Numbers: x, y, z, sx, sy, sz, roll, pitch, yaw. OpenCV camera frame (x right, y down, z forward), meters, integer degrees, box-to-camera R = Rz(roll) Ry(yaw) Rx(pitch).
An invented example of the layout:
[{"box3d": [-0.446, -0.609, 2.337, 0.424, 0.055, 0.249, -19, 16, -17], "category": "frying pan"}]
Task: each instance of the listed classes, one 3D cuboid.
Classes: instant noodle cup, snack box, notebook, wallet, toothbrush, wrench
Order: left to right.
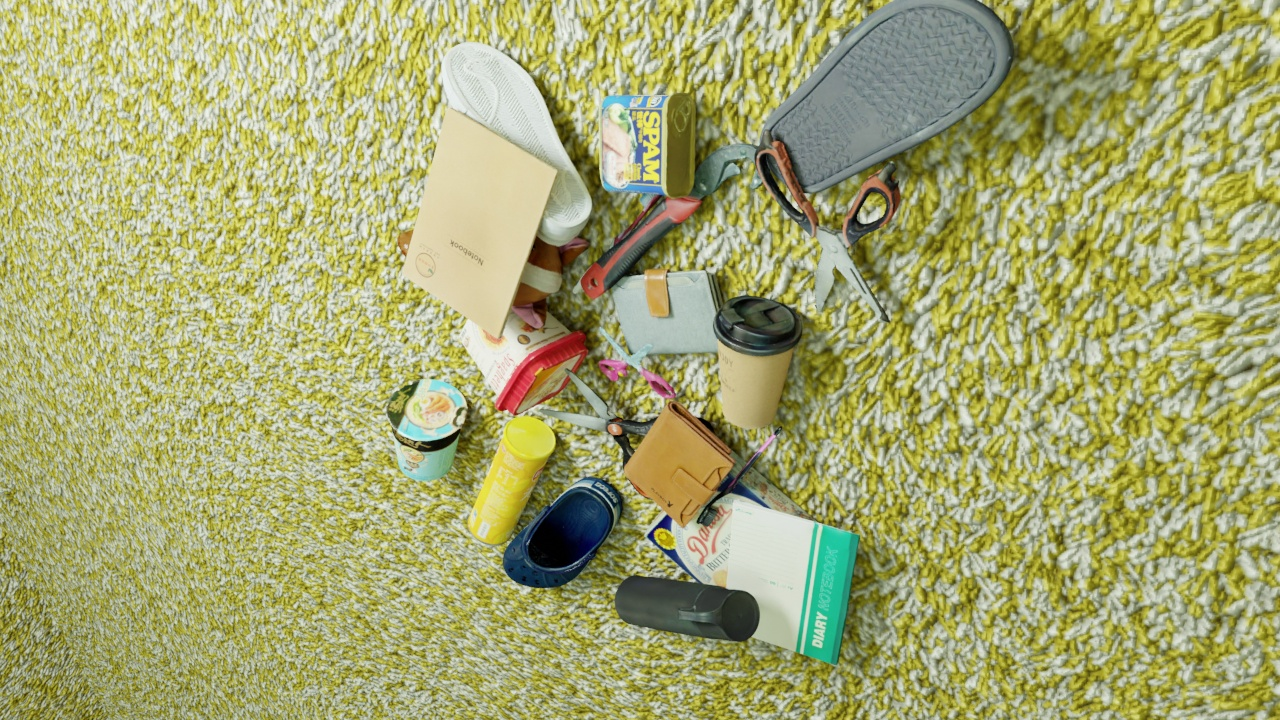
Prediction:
[{"box3d": [-0.302, 0.107, 1.296, 0.111, 0.111, 0.121, 28, 136, 14], "category": "instant noodle cup"}, {"box3d": [-0.178, -0.145, 0.989, 0.148, 0.008, 0.208, 33, 120, 16], "category": "notebook"}, {"box3d": [-0.149, -0.016, 1.126, 0.124, 0.116, 0.117, 47, 131, 13], "category": "instant noodle cup"}, {"box3d": [-0.030, -0.134, 1.038, 0.017, 0.016, 0.188, 50, 131, 6], "category": "toothbrush"}, {"box3d": [0.026, -0.146, 0.983, 0.274, 0.016, 0.056, -33, 87, 35], "category": "wrench"}, {"box3d": [0.031, -0.054, 1.035, 0.130, 0.036, 0.107, -1, 118, 33], "category": "wallet"}, {"box3d": [0.045, 0.125, 1.086, 0.108, 0.031, 0.132, 43, 131, 12], "category": "wallet"}, {"box3d": [0.120, 0.221, 1.142, 0.182, 0.045, 0.178, 40, 130, 4], "category": "snack box"}, {"box3d": [0.115, 0.137, 1.059, 0.018, 0.014, 0.190, 32, 127, -3], "category": "toothbrush"}, {"box3d": [0.176, 0.268, 1.102, 0.150, 0.012, 0.209, 13, 124, 20], "category": "notebook"}]

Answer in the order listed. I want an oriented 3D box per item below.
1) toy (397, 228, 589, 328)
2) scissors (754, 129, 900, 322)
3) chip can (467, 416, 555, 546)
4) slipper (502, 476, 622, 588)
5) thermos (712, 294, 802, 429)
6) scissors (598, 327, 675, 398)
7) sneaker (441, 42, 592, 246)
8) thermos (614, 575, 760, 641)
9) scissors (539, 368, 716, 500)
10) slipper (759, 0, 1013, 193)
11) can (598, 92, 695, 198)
[{"box3d": [-0.172, -0.131, 1.066, 0.199, 0.130, 0.140, 32, 105, 2], "category": "toy"}, {"box3d": [0.180, -0.126, 0.877, 0.189, 0.015, 0.224, 37, 151, 16], "category": "scissors"}, {"box3d": [-0.182, 0.172, 1.279, 0.072, 0.071, 0.214, 34, 130, 9], "category": "chip can"}, {"box3d": [-0.113, 0.258, 1.277, 0.105, 0.095, 0.254, 45, 127, 3], "category": "slipper"}, {"box3d": [0.121, 0.002, 0.986, 0.093, 0.092, 0.143, 19, 133, 21], "category": "thermos"}, {"box3d": [-0.005, 0.007, 1.086, 0.135, 0.017, 0.134, 36, 153, -7], "category": "scissors"}, {"box3d": [-0.136, -0.233, 1.006, 0.242, 0.089, 0.091, 58, 162, 4], "category": "sneaker"}, {"box3d": [0.045, 0.312, 1.167, 0.243, 0.090, 0.068, -18, 64, 59], "category": "thermos"}, {"box3d": [-0.013, 0.097, 1.137, 0.221, 0.021, 0.232, -3, 126, 22], "category": "scissors"}, {"box3d": [0.208, -0.236, 0.797, 0.110, 0.083, 0.269, 51, 149, -8], "category": "slipper"}, {"box3d": [0.006, -0.218, 0.928, 0.083, 0.057, 0.102, 10, 109, 32], "category": "can"}]
